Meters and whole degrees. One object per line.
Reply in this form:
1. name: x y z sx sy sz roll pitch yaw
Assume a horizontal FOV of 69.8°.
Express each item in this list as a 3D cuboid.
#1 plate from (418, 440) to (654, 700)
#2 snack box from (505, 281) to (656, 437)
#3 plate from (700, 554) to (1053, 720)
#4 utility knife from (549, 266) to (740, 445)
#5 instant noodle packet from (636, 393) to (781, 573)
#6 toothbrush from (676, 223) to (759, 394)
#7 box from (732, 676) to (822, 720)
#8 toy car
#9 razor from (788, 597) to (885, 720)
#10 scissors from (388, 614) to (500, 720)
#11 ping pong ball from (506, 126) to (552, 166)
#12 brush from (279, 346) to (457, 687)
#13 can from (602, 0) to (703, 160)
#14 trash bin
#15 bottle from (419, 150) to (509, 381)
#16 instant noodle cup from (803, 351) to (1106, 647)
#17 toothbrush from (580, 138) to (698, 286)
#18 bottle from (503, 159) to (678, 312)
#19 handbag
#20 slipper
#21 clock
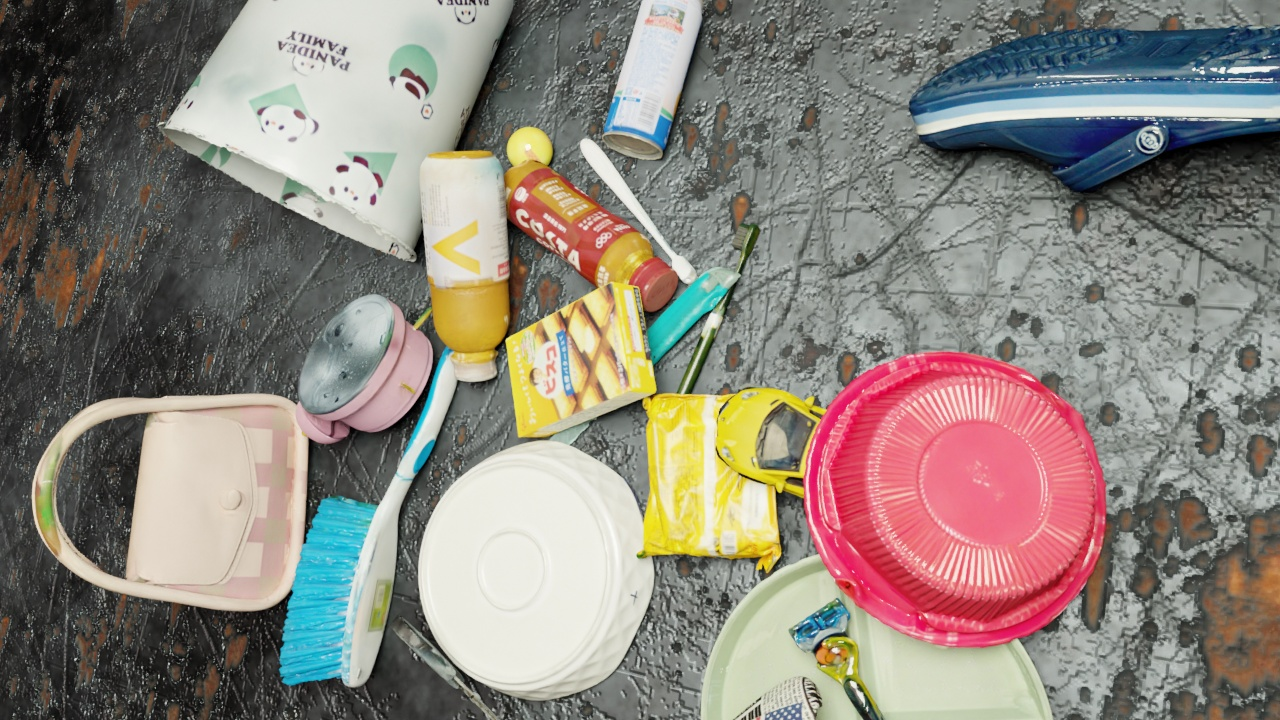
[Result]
1. plate: -0.092 0.164 0.727 0.205 0.045 0.204 -5 79 24
2. snack box: -0.051 0.003 0.726 0.141 0.033 0.087 -24 69 44
3. plate: 0.151 0.243 0.610 0.231 0.027 0.230 -6 76 24
4. utility knife: -0.004 0.004 0.736 0.222 0.013 0.029 -47 61 15
5. instant noodle packet: 0.052 0.088 0.678 0.111 0.044 0.128 -1 81 19
6. toothbrush: 0.051 -0.022 0.722 0.017 0.012 0.186 22 89 33
7. box: 0.070 0.280 0.601 0.162 0.076 0.087 -47 37 12
8. toy car: 0.125 0.067 0.630 0.156 0.041 0.071 22 81 5
9. razor: 0.148 0.226 0.588 0.043 0.022 0.142 -38 67 15
10. scissors: -0.130 0.254 0.703 0.014 0.159 0.181 -47 35 -21
11. ping pong ball: -0.098 -0.185 0.809 0.040 0.040 0.040 -5 77 24
12. brush: -0.229 0.127 0.800 0.109 0.060 0.314 4 78 20
13. can: 0.011 -0.240 0.763 0.053 0.053 0.134 14 85 26
14. trash bin: -0.245 -0.249 0.800 0.230 0.229 0.251 22 83 27
15. bottle: -0.143 -0.077 0.765 0.068 0.067 0.190 7 108 26
16. instant noodle cup: 0.201 0.078 0.567 0.194 0.066 0.193 -1 75 2
17. toothbrush: -0.003 -0.127 0.769 0.016 0.016 0.180 -38 64 5
18. bottle: -0.044 -0.102 0.757 0.175 0.057 0.057 38 96 26
19. handbag: -0.395 0.114 0.773 0.093 0.234 0.193 -5 77 25
20. slipper: 0.306 -0.160 0.594 0.253 0.104 0.095 8 124 39
21. clock: -0.253 0.012 0.811 0.159 0.060 0.117 -20 51 28
